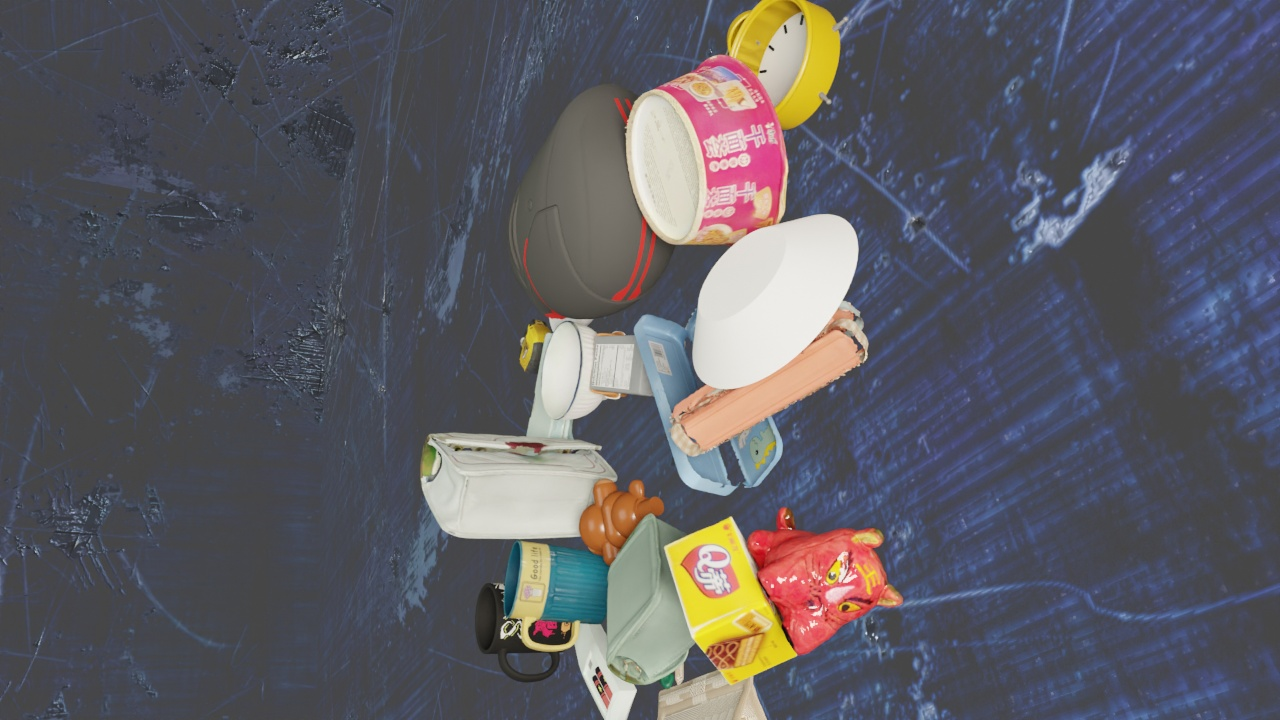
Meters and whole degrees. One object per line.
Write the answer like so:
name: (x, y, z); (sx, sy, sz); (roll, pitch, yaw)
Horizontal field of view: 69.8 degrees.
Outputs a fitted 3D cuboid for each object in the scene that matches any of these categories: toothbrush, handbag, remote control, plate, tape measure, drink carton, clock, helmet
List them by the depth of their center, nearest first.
plate: (0.094, -0.060, 0.746); (0.174, 0.036, 0.173); (-38, 30, 27)
handbag: (0.053, 0.296, 0.806); (0.176, 0.062, 0.197); (133, 145, -52)
clock: (0.118, -0.265, 0.823); (0.152, 0.052, 0.113); (20, 101, 58)
handbag: (0.013, 0.217, 0.842); (0.106, 0.067, 0.121); (-53, 19, 23)
toothbrush: (-0.003, 0.282, 0.907); (0.016, 0.017, 0.190); (-69, 15, -5)
helmet: (-0.040, -0.154, 0.972); (0.170, 0.163, 0.265); (26, 117, 50)
drink carton: (-0.006, 0.006, 0.989); (0.125, 0.048, 0.076); (2, 85, 63)
remote control: (-0.046, 0.337, 1.006); (0.143, 0.024, 0.050); (45, 123, 57)
handbag: (-0.140, 0.134, 1.057); (0.142, 0.198, 0.096); (37, 118, 57)
tape measure: (-0.147, -0.016, 1.281); (0.066, 0.037, 0.064); (-64, 32, 32)

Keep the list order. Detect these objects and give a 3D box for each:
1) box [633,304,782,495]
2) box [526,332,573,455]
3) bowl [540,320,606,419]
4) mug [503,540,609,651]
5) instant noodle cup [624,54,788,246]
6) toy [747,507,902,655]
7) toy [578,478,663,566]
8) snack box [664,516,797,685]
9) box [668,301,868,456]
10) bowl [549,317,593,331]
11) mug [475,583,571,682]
box: (0.055, 0.023, 0.843); (0.078, 0.074, 0.208); (-55, 37, 34)
box: (-0.110, 0.065, 1.180); (0.083, 0.066, 0.199); (-158, 78, -82)
bowl: (-0.068, 0.015, 1.092); (0.118, 0.062, 0.118); (-27, 59, 58)
mug: (-0.092, 0.262, 1.010); (0.083, 0.107, 0.113); (132, 145, -59)
instant noodle cup: (0.050, -0.179, 0.832); (0.178, 0.077, 0.179); (48, 146, 47)
toy: (0.137, 0.151, 0.686); (0.088, 0.094, 0.132); (61, -174, -15)
toy: (-0.015, 0.167, 0.969); (0.128, 0.065, 0.095); (-30, 64, 47)
snack box: (0.071, 0.189, 0.722); (0.106, 0.061, 0.083); (60, -173, -46)
box: (0.097, 0.011, 0.739); (0.189, 0.058, 0.062); (-32, 20, 30)
bowl: (-0.076, -0.081, 1.155); (0.110, 0.040, 0.109); (-26, 60, 58)
mug: (-0.138, 0.328, 1.107); (0.082, 0.098, 0.117); (-53, 39, 44)
